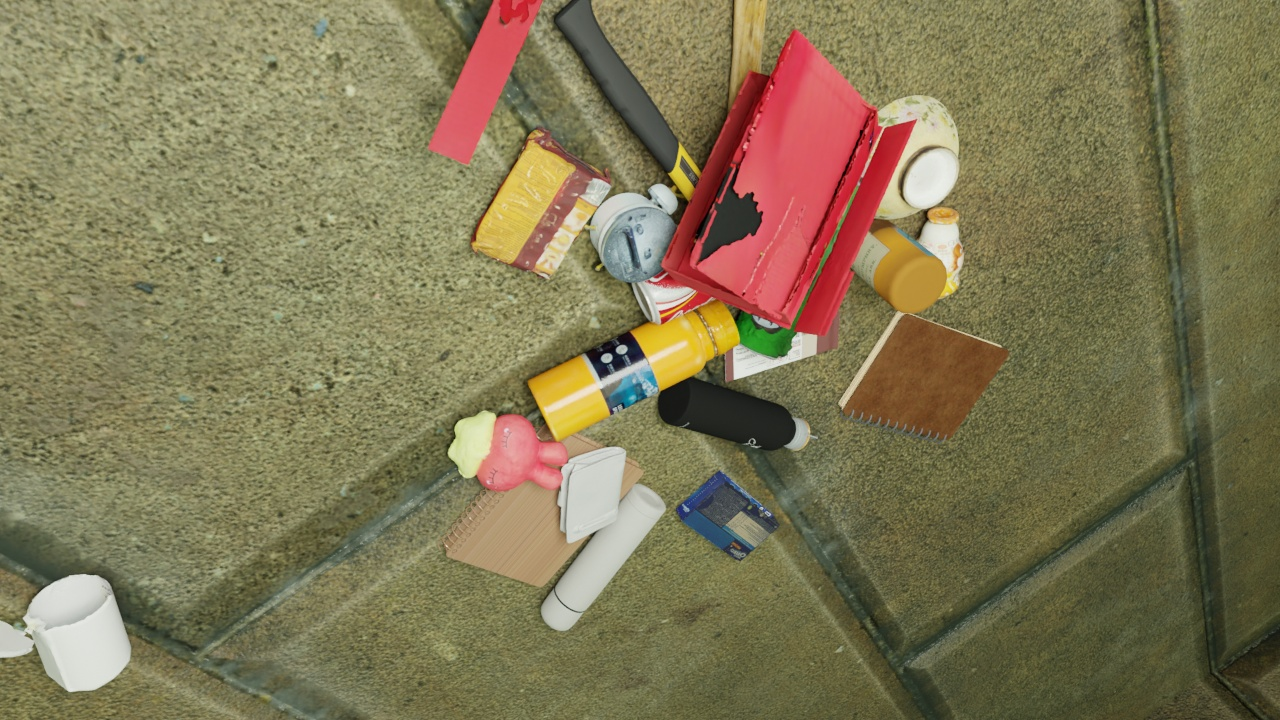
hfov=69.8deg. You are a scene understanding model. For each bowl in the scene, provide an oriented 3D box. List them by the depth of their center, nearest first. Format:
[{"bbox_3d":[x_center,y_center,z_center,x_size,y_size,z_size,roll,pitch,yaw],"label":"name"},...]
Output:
[{"bbox_3d":[0.305,-0.213,1.018,0.145,0.063,0.145,-13,128,-18],"label":"bowl"}]

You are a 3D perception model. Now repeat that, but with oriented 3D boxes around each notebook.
[{"bbox_3d":[-0.120,0.178,1.117,0.169,0.022,0.211,31,106,-39],"label":"notebook"},{"bbox_3d":[0.386,0.028,1.256,0.225,0.024,0.168,15,114,-33],"label":"notebook"}]

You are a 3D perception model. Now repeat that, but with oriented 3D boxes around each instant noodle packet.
[{"bbox_3d":[-0.096,-0.147,0.886,0.098,0.039,0.136,21,114,-36],"label":"instant noodle packet"}]

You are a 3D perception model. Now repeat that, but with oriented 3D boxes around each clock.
[{"bbox_3d":[0.005,-0.131,0.934,0.117,0.057,0.083,-22,129,-10],"label":"clock"}]

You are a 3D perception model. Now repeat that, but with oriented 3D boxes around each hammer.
[{"bbox_3d":[0.027,-0.200,0.875,0.127,0.029,0.323,-49,120,-13],"label":"hammer"},{"bbox_3d":[0.105,-0.258,0.911,0.132,0.033,0.331,-14,129,-18],"label":"hammer"}]

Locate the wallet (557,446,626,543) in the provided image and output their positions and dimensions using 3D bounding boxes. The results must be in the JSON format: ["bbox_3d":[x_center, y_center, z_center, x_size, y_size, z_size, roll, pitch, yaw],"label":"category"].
[{"bbox_3d":[-0.060,0.158,1.101,0.086,0.032,0.116,-14,127,-33],"label":"wallet"}]

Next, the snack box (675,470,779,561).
[{"bbox_3d":[0.122,0.216,1.258,0.082,0.027,0.150,-41,129,8],"label":"snack box"}]

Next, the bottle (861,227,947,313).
[{"bbox_3d":[0.264,-0.116,1.006,0.067,0.157,0.068,-10,125,-15],"label":"bottle"}]

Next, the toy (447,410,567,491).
[{"bbox_3d":[-0.146,0.105,1.021,0.135,0.045,0.092,21,103,-15],"label":"toy"}]

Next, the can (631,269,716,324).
[{"bbox_3d":[0.048,-0.086,0.983,0.104,0.064,0.064,-25,130,-8],"label":"can"}]

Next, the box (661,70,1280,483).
[{"bbox_3d":[0.245,-0.099,0.719,0.141,0.511,0.215,27,87,-53],"label":"box"}]

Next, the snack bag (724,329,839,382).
[{"bbox_3d":[0.175,-0.017,1.127,0.157,0.013,0.057,-17,126,-15],"label":"snack bag"}]

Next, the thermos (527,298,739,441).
[{"bbox_3d":[-0.006,0.006,1.022,0.232,0.091,0.076,-26,90,-7],"label":"thermos"}]

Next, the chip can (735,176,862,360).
[{"bbox_3d":[0.178,-0.111,1.022,0.075,0.075,0.224,9,118,-31],"label":"chip can"}]

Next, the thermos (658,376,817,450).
[{"bbox_3d":[0.130,0.073,1.138,0.231,0.061,0.061,17,114,-34],"label":"thermos"}]

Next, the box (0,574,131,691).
[{"bbox_3d":[-0.583,0.278,0.900,0.142,0.083,0.138,-33,139,-47],"label":"box"}]

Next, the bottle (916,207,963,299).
[{"bbox_3d":[0.356,-0.129,1.103,0.063,0.063,0.109,-17,129,-14],"label":"bottle"}]

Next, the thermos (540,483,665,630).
[{"bbox_3d":[-0.052,0.258,1.186,0.052,0.052,0.224,24,110,-37],"label":"thermos"}]
